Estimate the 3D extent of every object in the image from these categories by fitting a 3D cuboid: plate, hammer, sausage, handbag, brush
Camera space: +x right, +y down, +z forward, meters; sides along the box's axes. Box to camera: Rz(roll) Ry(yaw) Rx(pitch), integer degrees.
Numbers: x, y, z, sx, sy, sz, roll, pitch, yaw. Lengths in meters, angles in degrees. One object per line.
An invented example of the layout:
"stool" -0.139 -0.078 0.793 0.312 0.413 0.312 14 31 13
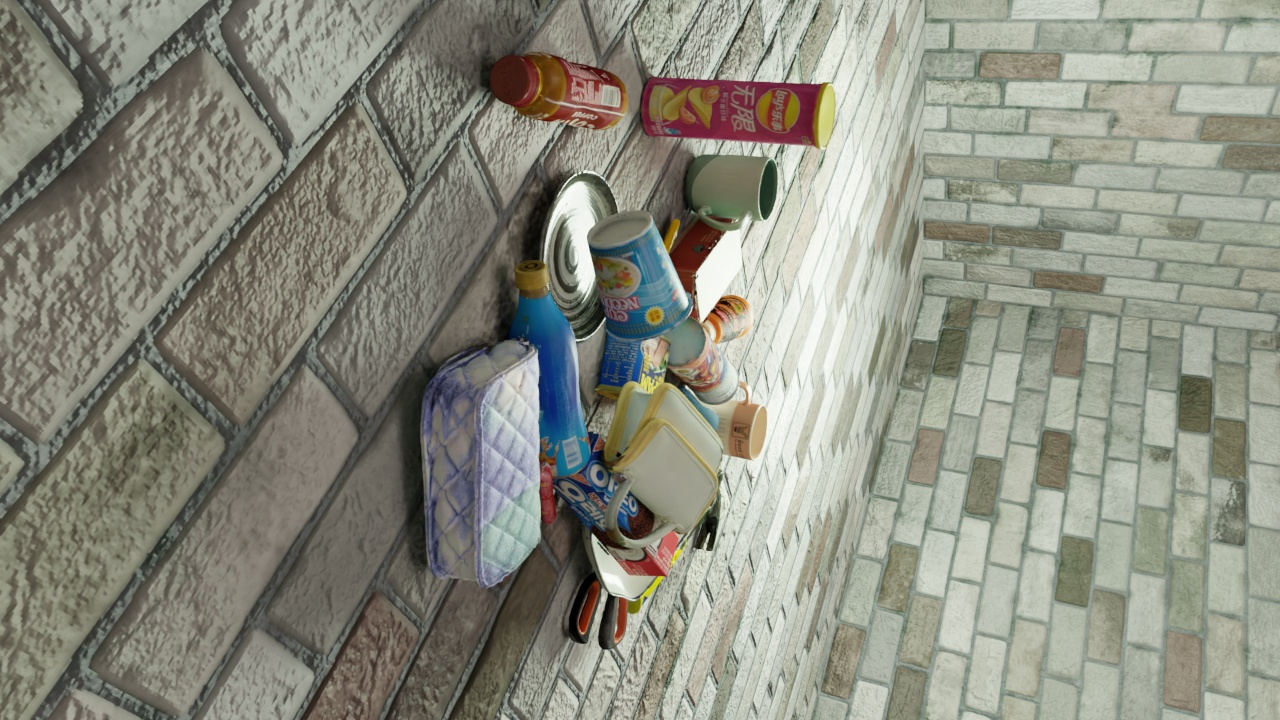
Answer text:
"plate" 0.003 0.182 1.150 0.264 0.034 0.162 -44 123 -49
"hammer" 0.054 0.277 1.351 0.322 0.032 0.126 -35 129 -59
"plate" -0.066 -0.105 0.944 0.179 0.024 0.179 8 90 -66
"sausage" -0.097 0.134 0.920 0.156 0.020 0.020 96 15 -61
"handbag" -0.135 0.087 0.794 0.134 0.076 0.194 -38 134 -64
"brush" 0.068 0.076 1.255 0.055 0.074 0.144 -70 155 -15
"handbag" 0.022 0.129 1.000 0.163 0.063 0.178 49 50 -41

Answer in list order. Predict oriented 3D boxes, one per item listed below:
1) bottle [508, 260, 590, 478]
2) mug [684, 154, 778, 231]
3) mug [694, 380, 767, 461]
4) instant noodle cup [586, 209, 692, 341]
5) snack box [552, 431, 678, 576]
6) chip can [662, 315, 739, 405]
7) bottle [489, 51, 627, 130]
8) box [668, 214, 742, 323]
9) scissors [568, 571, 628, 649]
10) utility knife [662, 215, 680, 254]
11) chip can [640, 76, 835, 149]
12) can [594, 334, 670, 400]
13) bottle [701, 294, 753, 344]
"bottle" -0.091 0.010 0.877 0.065 0.065 0.219 -49 141 -50
"mug" 0.115 -0.218 1.209 0.082 0.106 0.111 62 42 -56
"mug" 0.125 0.083 1.346 0.081 0.106 0.115 -32 127 -60
"instant noodle cup" -0.007 -0.092 0.947 0.099 0.099 0.110 -57 138 -43
"snack box" -0.031 0.163 1.018 0.207 0.058 0.057 56 42 -36
"chip can" 0.077 0.003 1.222 0.214 0.071 0.071 42 60 -67
"bottle" -0.072 -0.244 0.832 0.174 0.057 0.057 -19 116 -64
"box" 0.087 -0.121 1.219 0.167 0.077 0.091 -54 144 -46
"scissors" -0.034 0.255 1.146 0.226 0.022 0.198 -56 138 -43
"utility knife" 0.026 -0.121 1.135 0.033 0.015 0.167 -53 -166 56
"chip can" 0.108 -0.283 1.039 0.071 0.211 0.071 11 89 -67
"can" -0.006 0.006 1.080 0.102 0.057 0.083 29 70 -65
"bottle" 0.108 -0.051 1.322 0.149 0.067 0.067 -28 124 -54
